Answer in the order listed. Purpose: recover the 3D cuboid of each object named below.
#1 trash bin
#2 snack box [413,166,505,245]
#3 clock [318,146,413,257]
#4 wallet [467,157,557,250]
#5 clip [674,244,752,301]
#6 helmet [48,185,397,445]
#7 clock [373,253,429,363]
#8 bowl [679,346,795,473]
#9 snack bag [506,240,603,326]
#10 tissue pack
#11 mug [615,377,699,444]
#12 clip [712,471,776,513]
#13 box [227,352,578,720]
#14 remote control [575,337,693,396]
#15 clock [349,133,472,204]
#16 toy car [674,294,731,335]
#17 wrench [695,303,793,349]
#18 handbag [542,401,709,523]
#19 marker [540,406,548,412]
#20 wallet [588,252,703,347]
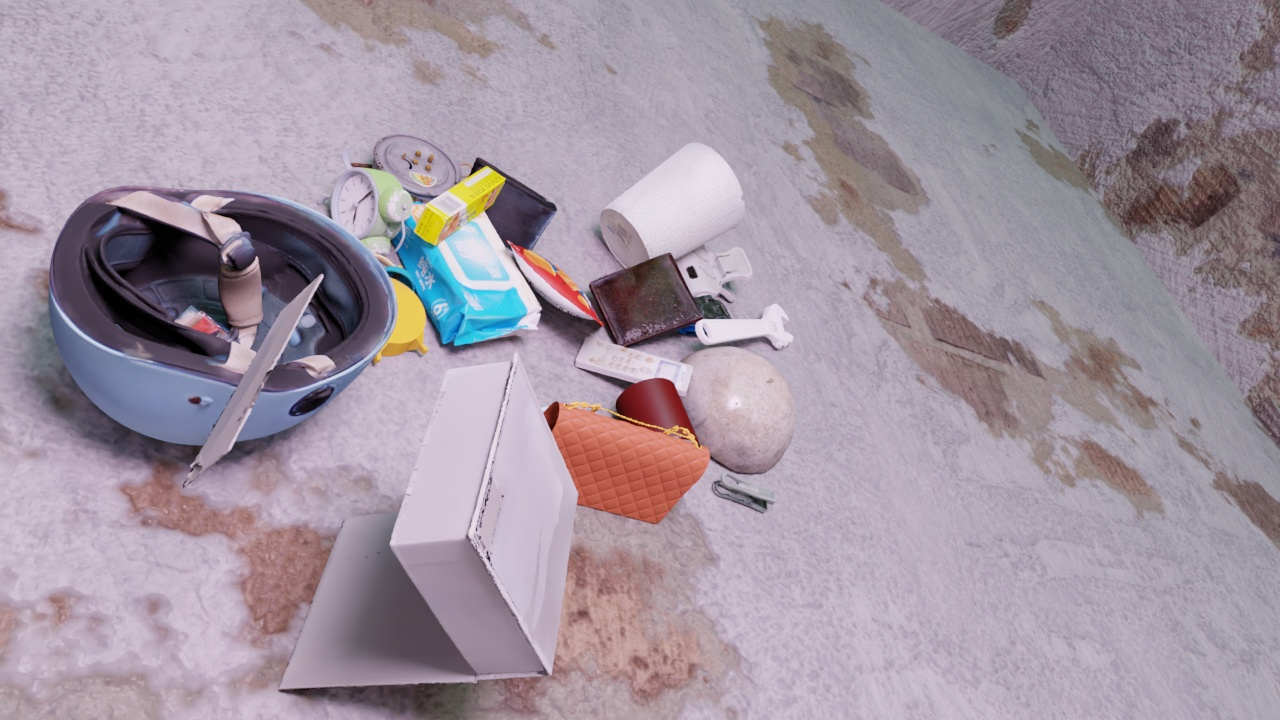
[{"bbox_3d":[0.038,-0.200,1.252,0.161,0.133,0.133,-36,76,-22],"label":"trash bin"},{"bbox_3d":[-0.201,-0.176,1.032,0.029,0.040,0.147,35,33,-1],"label":"snack box"},{"bbox_3d":[-0.294,-0.165,1.004,0.119,0.095,0.042,50,28,23],"label":"clock"},{"bbox_3d":[-0.169,-0.187,1.131,0.115,0.089,0.026,30,45,-10],"label":"wallet"},{"bbox_3d":[0.085,-0.128,1.314,0.144,0.075,0.124,1,53,-26],"label":"clip"},{"bbox_3d":[-0.343,-0.034,0.764,0.264,0.167,0.225,-16,65,-45],"label":"helmet"},{"bbox_3d":[-0.273,-0.058,0.954,0.098,0.044,0.129,-13,68,-46],"label":"clock"},{"bbox_3d":[0.131,0.046,1.140,0.178,0.081,0.178,23,45,-25],"label":"bowl"},{"bbox_3d":[-0.100,-0.087,1.092,0.144,0.039,0.131,42,1,-3],"label":"snack bag"},{"bbox_3d":[-0.204,-0.106,1.042,0.116,0.066,0.209,-6,54,-44],"label":"tissue pack"},{"bbox_3d":[0.026,0.080,1.047,0.105,0.073,0.082,39,24,-54],"label":"mug"},{"bbox_3d":[0.121,0.154,1.077,0.076,0.045,0.023,23,39,-18],"label":"clip"},{"bbox_3d":[-0.192,0.168,0.712,0.172,0.381,0.167,40,34,-27],"label":"box"},{"bbox_3d":[-0.007,0.006,1.094,0.136,0.011,0.050,15,39,4],"label":"remote control"},{"bbox_3d":[-0.266,-0.228,1.120,0.147,0.056,0.104,-18,65,-46],"label":"clock"},{"bbox_3d":[0.070,-0.059,1.236,0.120,0.044,0.056,3,50,-41],"label":"toy car"},{"bbox_3d":[0.146,-0.043,1.258,0.272,0.018,0.066,-7,73,-57],"label":"wrench"},{"bbox_3d":[-0.030,0.097,0.940,0.171,0.109,0.060,19,42,-25],"label":"handbag"},{"bbox_3d":[-0.131,0.058,0.976,0.141,0.013,0.013,-7,57,-44],"label":"marker"},{"bbox_3d":[0.006,-0.075,1.168,0.119,0.031,0.099,-21,75,-16],"label":"wallet"}]
